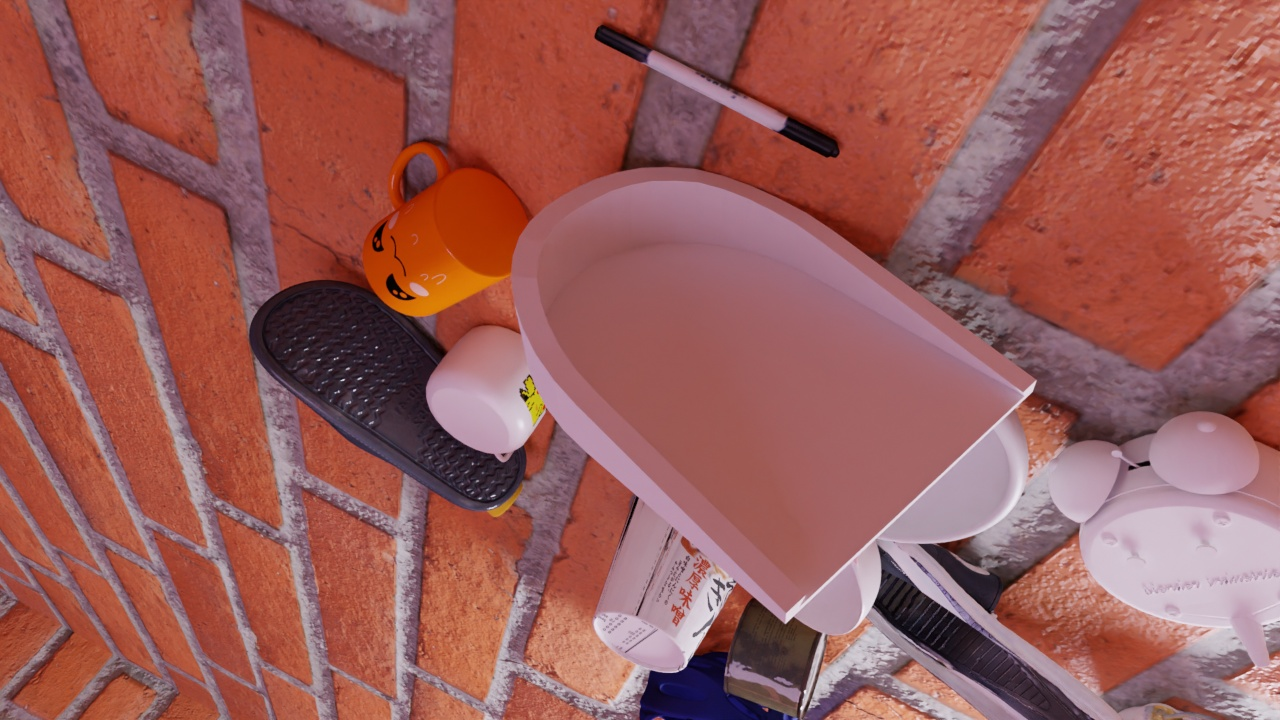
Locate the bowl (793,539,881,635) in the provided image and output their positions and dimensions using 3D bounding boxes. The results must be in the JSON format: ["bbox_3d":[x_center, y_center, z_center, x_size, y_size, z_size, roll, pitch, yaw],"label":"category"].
[{"bbox_3d":[0.137,0.144,0.694,0.115,0.050,0.115,35,139,37],"label":"bowl"}]

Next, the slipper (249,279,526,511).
[{"bbox_3d":[-0.217,0.033,0.808,0.268,0.110,0.083,43,156,-22],"label":"slipper"}]

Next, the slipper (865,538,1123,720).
[{"bbox_3d":[0.251,0.200,0.695,0.264,0.063,0.111,42,146,23],"label":"slipper"}]

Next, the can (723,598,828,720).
[{"bbox_3d":[0.124,0.272,0.841,0.075,0.089,0.090,14,138,20],"label":"can"}]

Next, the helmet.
[{"bbox_3d":[0.064,0.405,0.913,0.147,0.227,0.242,34,145,-17],"label":"helmet"}]

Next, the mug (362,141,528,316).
[{"bbox_3d":[-0.142,-0.097,0.642,0.096,0.077,0.112,-19,89,43],"label":"mug"}]

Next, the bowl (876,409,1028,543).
[{"bbox_3d":[0.157,0.038,0.589,0.177,0.066,0.177,18,139,16],"label":"bowl"}]

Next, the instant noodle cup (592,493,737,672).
[{"bbox_3d":[0.023,0.193,0.796,0.124,0.121,0.124,18,139,16],"label":"instant noodle cup"}]

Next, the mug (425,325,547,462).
[{"bbox_3d":[-0.120,0.033,0.759,0.094,0.067,0.116,9,136,25],"label":"mug"}]

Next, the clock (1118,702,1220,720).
[{"bbox_3d":[0.423,0.310,0.722,0.089,0.051,0.126,22,140,12],"label":"clock"}]

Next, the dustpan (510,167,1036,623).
[{"bbox_3d":[0.045,-0.017,0.489,0.258,0.191,0.053,36,148,34],"label":"dustpan"}]

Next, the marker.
[{"bbox_3d":[0.042,-0.149,0.508,0.152,0.011,0.011,28,141,4],"label":"marker"}]

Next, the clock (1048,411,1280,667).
[{"bbox_3d":[0.330,0.106,0.547,0.161,0.072,0.126,44,139,-16],"label":"clock"}]

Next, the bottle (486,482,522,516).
[{"bbox_3d":[-0.179,0.088,0.875,0.143,0.043,0.043,44,139,-15],"label":"bottle"}]
